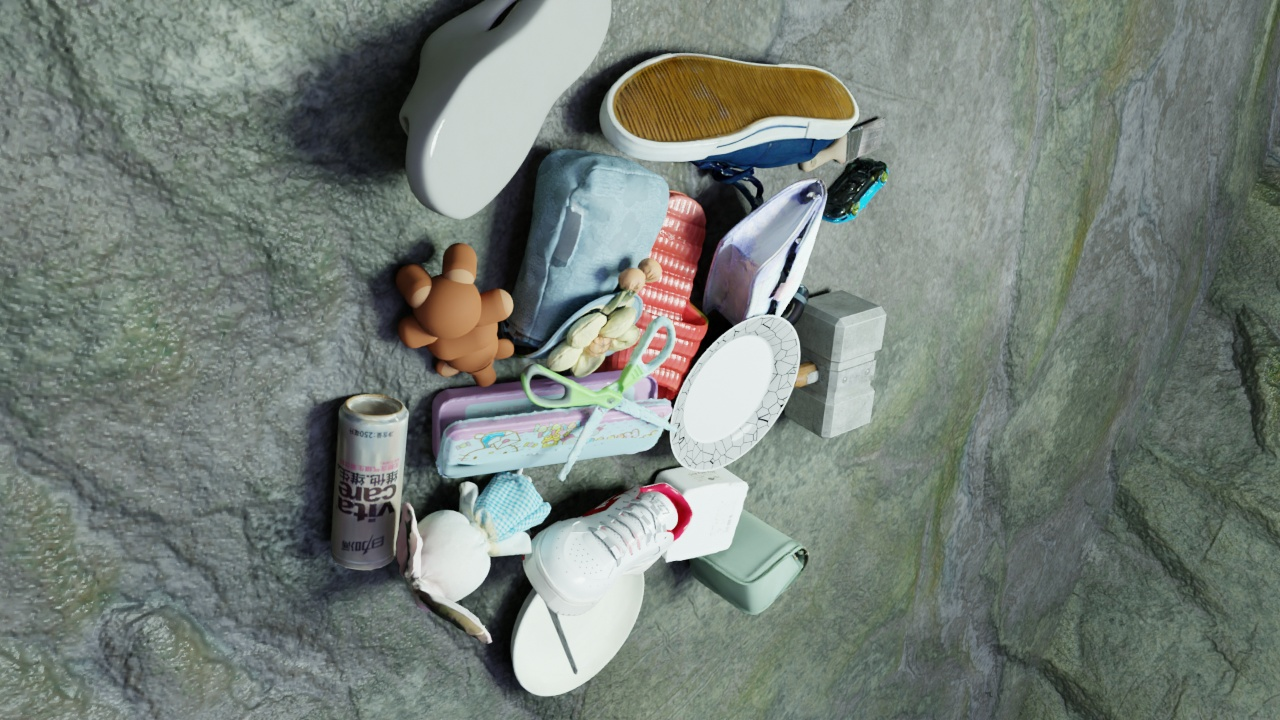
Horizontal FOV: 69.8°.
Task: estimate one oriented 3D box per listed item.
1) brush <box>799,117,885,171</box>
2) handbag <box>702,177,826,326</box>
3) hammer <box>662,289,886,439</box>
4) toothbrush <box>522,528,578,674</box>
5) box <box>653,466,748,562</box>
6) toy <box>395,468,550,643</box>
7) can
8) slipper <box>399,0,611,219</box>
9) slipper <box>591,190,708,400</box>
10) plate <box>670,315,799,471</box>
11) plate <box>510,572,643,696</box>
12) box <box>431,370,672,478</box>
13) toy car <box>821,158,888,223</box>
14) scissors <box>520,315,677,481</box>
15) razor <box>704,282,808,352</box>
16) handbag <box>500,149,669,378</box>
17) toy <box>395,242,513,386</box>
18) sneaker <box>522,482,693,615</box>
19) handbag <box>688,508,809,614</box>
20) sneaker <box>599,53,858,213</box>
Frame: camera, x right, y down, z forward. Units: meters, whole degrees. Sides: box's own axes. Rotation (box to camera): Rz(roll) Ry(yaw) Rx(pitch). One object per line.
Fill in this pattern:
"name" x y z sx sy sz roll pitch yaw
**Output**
"brush" 0.236 -0.247 1.065 0.150 0.012 0.039 -27 128 -34
"handbag" 0.135 -0.101 0.947 0.126 0.069 0.159 -39 161 -21
"hammer" 0.143 0.032 1.076 0.316 0.083 0.163 -16 121 -31
"toothbrush" -0.088 0.211 0.853 0.010 0.181 0.010 -40 141 13
"box" 0.052 0.170 1.077 0.107 0.091 0.102 -1 115 -37
"toy" -0.157 0.152 0.812 0.131 0.106 0.204 61 28 -11
"can" -0.220 0.098 0.744 0.054 0.054 0.136 -8 115 -43
"slipper" -0.112 -0.220 0.688 0.265 0.081 0.113 -60 162 -25
"slipper" 0.020 -0.042 0.896 0.103 0.059 0.249 8 97 -38
"plate" 0.099 0.034 0.982 0.188 0.016 0.189 -25 133 -30
"plate" -0.073 0.276 1.001 0.181 0.034 0.182 -22 125 -37
"box" -0.079 0.060 0.828 0.213 0.065 0.078 -6 129 -25
"toy car" 0.249 -0.196 1.079 0.105 0.048 0.032 -47 140 -20
"scissors" -0.027 0.033 0.788 0.171 0.021 0.172 23 100 -38
"razor" 0.128 -0.045 1.035 0.140 0.063 0.053 -29 165 -20
"handbag" -0.039 -0.078 0.791 0.121 0.118 0.192 2 116 -44
"toy" -0.147 -0.030 0.754 0.095 0.065 0.128 -18 142 -1
"sneaker" -0.018 0.170 0.905 0.104 0.090 0.236 -43 162 22
"handbag" 0.127 0.240 1.120 0.106 0.122 0.067 -36 132 -28
"sneaker" 0.074 -0.207 0.877 0.293 0.120 0.128 -13 159 -37
